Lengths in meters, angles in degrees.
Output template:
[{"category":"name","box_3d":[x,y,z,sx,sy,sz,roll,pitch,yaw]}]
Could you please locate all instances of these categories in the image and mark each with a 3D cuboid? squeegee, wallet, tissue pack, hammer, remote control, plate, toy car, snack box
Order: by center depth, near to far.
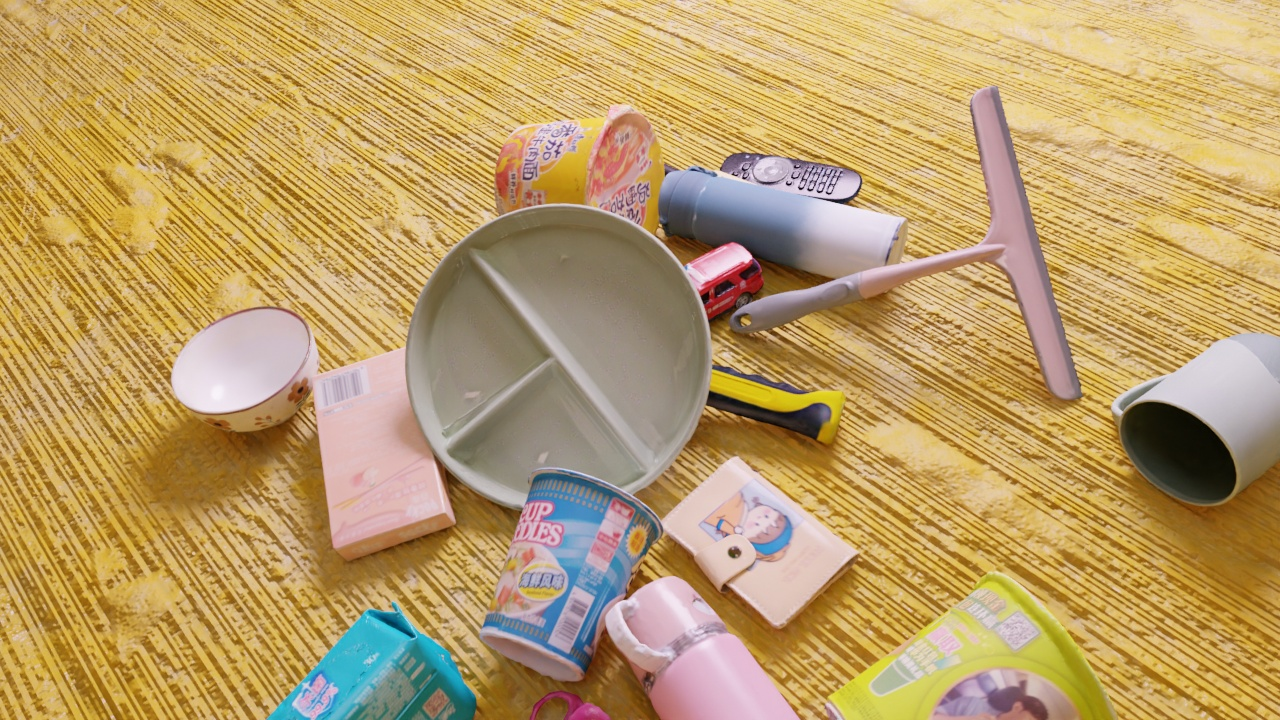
[{"category":"tissue pack","box_3d":[-0.162,0.216,0.535,0.050,0.093,0.133,16,51,41]},{"category":"wallet","box_3d":[0.078,0.124,0.628,0.087,0.024,0.115,-33,54,-26]},{"category":"plate","box_3d":[-0.061,-0.001,0.680,0.230,0.027,0.230,-1,85,6]},{"category":"snack box","box_3d":[-0.198,0.067,0.700,0.084,0.026,0.157,-18,57,-4]},{"category":"hammer","box_3d":[-0.004,0.004,0.716,0.323,0.032,0.126,17,65,13]},{"category":"squeegee","box_3d":[0.185,-0.060,0.719,0.250,0.040,0.247,-16,86,19]},{"category":"toy car","box_3d":[0.048,-0.058,0.777,0.120,0.045,0.053,-33,51,-17]},{"category":"remote control","box_3d":[0.142,-0.169,0.872,0.136,0.024,0.053,15,57,22]}]

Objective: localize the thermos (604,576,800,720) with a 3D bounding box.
[{"category":"thermos","box_3d":[0.051,0.210,0.515,0.067,0.087,0.198,-49,54,12]}]

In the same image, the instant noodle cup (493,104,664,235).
[{"category":"instant noodle cup","box_3d":[-0.056,-0.156,0.825,0.110,0.138,0.137,12,51,28]}]

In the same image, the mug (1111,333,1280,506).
[{"category":"mug","box_3d":[0.388,0.034,0.629,0.106,0.082,0.112,-31,20,-17]}]

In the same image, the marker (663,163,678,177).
[{"category":"marker","box_3d":[0.014,-0.189,0.912,0.132,0.020,0.022,32,77,31]}]

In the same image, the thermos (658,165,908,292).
[{"category":"thermos","box_3d":[0.119,-0.119,0.805,0.221,0.070,0.070,19,54,23]}]

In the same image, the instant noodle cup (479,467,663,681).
[{"category":"instant noodle cup","box_3d":[-0.048,0.141,0.590,0.099,0.099,0.109,13,59,19]}]

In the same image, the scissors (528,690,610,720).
[{"category":"scissors","box_3d":[-0.069,0.258,0.539,0.056,0.017,0.133,27,61,21]}]

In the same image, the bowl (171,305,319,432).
[{"category":"bowl","box_3d":[-0.314,0.016,0.753,0.113,0.062,0.113,-5,49,6]}]

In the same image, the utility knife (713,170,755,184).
[{"category":"utility knife","box_3d":[0.117,-0.143,0.849,0.166,0.018,0.030,24,67,22]}]

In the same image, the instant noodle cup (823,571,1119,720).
[{"category":"instant noodle cup","box_3d":[0.172,0.194,0.502,0.123,0.112,0.111,-27,50,-5]}]
